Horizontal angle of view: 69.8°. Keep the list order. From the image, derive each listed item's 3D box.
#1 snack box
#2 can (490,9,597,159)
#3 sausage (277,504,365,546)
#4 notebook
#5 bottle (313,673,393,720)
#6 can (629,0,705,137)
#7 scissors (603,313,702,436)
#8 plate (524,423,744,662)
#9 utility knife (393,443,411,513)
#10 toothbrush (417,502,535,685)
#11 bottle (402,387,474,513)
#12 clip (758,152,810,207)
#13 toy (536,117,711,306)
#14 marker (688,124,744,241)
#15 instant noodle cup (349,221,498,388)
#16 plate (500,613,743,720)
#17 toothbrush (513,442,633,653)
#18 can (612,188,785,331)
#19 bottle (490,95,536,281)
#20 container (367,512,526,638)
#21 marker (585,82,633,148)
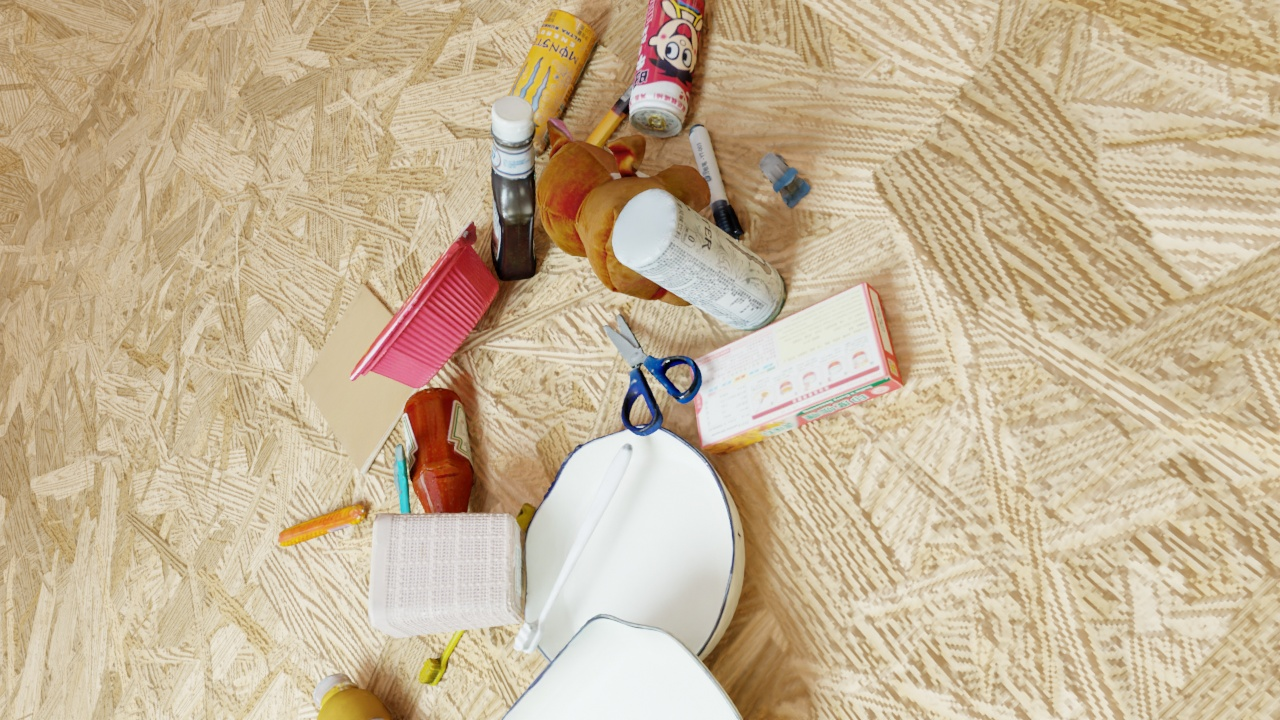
[{"bbox_3d":[0.108,0.009,0.670,0.156,0.027,0.077,-25,57,32],"label":"snack box"},{"bbox_3d":[-0.101,-0.288,0.960,0.058,0.058,0.146,27,91,45],"label":"can"},{"bbox_3d":[-0.354,0.183,1.014,0.166,0.021,0.021,-21,60,34],"label":"sausage"},{"bbox_3d":[-0.321,0.014,1.063,0.211,0.012,0.149,39,99,44],"label":"notebook"},{"bbox_3d":[-0.238,0.349,0.808,0.189,0.068,0.068,33,96,45],"label":"bottle"},{"bbox_3d":[0.024,-0.277,0.847,0.053,0.053,0.132,-3,71,41],"label":"can"},{"bbox_3d":[0.007,-0.005,0.750,0.125,0.012,0.173,-27,37,29],"label":"scissors"},{"bbox_3d":[-0.005,0.152,0.699,0.205,0.045,0.204,-19,60,36],"label":"plate"},{"bbox_3d":[-0.223,0.142,0.865,0.029,0.012,0.151,-134,40,-57],"label":"utility knife"},{"bbox_3d":[-0.147,0.210,0.820,0.016,0.016,0.190,36,97,47],"label":"toothbrush"},{"bbox_3d":[-0.184,0.120,0.859,0.060,0.059,0.205,-36,50,25],"label":"bottle"},{"bbox_3d":[0.113,-0.150,0.740,0.027,0.045,0.058,-47,43,18],"label":"clip"},{"bbox_3d":[-0.020,-0.128,0.781,0.200,0.130,0.140,31,126,46],"label":"toy"},{"bbox_3d":[0.064,-0.152,0.785,0.023,0.018,0.130,-25,57,22],"label":"marker"},{"bbox_3d":[-0.203,-0.042,0.903,0.194,0.066,0.193,-49,14,16],"label":"instant noodle cup"},{"bbox_3d":[-0.023,0.287,0.629,0.162,0.034,0.266,47,116,24],"label":"plate"},{"bbox_3d":[-0.050,0.143,0.700,0.016,0.016,0.180,29,92,43],"label":"toothbrush"},{"bbox_3d":[0.046,-0.070,0.675,0.058,0.146,0.058,-18,61,36],"label":"can"},{"bbox_3d":[-0.118,-0.157,0.847,0.195,0.044,0.079,102,158,-56],"label":"bottle"},{"bbox_3d":[-0.151,0.172,0.745,0.111,0.090,0.090,-4,66,1],"label":"container"},{"bbox_3d":[-0.011,-0.255,0.898,0.124,0.015,0.018,-50,49,11],"label":"marker"}]
